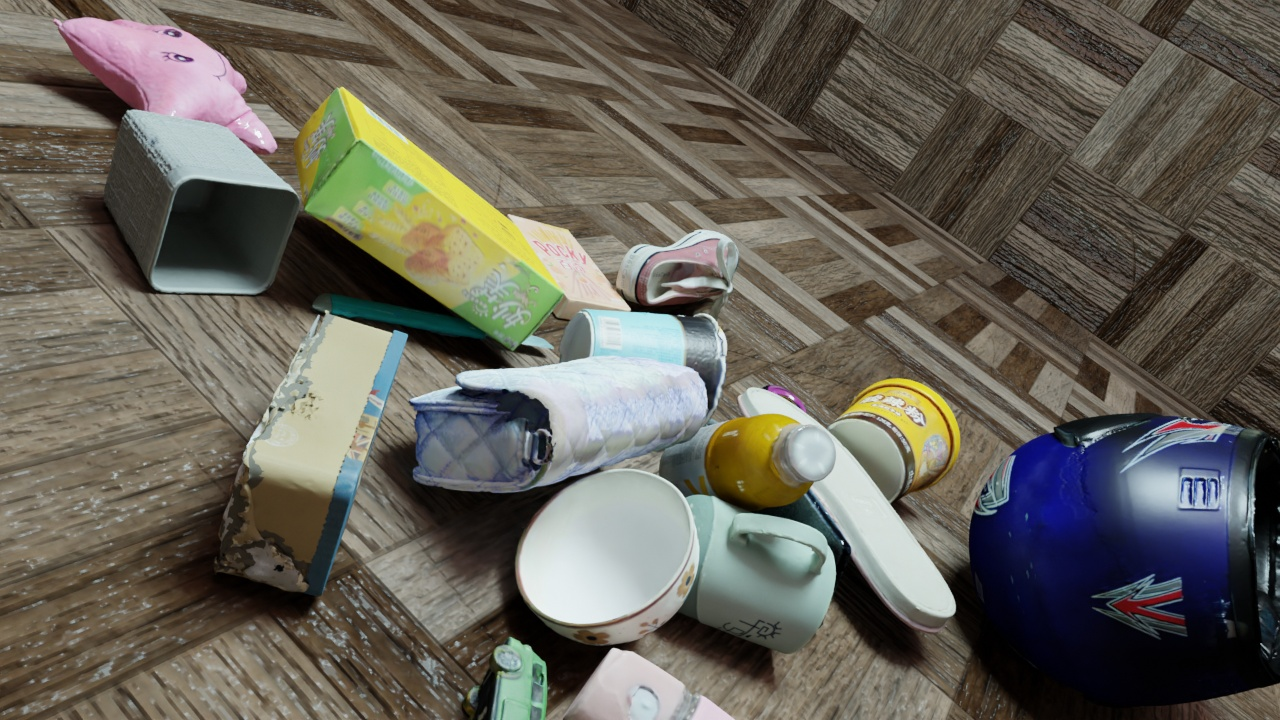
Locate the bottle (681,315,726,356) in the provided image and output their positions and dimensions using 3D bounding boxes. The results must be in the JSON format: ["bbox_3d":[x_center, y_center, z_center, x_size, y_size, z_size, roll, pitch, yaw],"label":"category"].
[{"bbox_3d":[0.035,-0.014,0.911,0.108,0.063,0.063,3,38,-47],"label":"bottle"}]

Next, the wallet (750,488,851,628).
[{"bbox_3d":[0.116,0.131,0.702,0.019,0.097,0.120,-10,41,-20],"label":"wallet"}]

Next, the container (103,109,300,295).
[{"bbox_3d":[-0.322,-0.116,0.662,0.114,0.090,0.090,43,26,30],"label":"container"}]

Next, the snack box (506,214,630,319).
[{"bbox_3d":[-0.082,-0.095,0.969,0.084,0.026,0.157,8,35,-42],"label":"snack box"}]

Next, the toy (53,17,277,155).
[{"bbox_3d":[-0.411,-0.242,0.796,0.178,0.075,0.194,20,26,-44],"label":"toy"}]

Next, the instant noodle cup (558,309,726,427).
[{"bbox_3d":[-0.005,0.005,0.798,0.120,0.111,0.111,9,33,-24],"label":"instant noodle cup"}]

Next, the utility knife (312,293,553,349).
[{"bbox_3d":[-0.167,-0.029,0.766,0.216,0.013,0.029,10,31,-34],"label":"utility knife"}]

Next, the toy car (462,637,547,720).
[{"bbox_3d":[-0.069,0.182,0.456,0.036,0.043,0.091,28,26,-11],"label":"toy car"}]

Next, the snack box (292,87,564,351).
[{"bbox_3d":[-0.176,-0.116,0.757,0.210,0.070,0.157,38,9,-36],"label":"snack box"}]

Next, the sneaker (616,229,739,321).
[{"bbox_3d":[0.067,-0.094,1.039,0.088,0.118,0.240,25,20,24],"label":"sneaker"}]

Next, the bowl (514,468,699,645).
[{"bbox_3d":[-0.015,0.129,0.570,0.113,0.113,0.062,-117,-176,-48],"label":"bowl"}]

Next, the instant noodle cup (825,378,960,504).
[{"bbox_3d":[0.238,0.088,0.908,0.118,0.119,0.114,43,35,22],"label":"instant noodle cup"}]

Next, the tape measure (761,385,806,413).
[{"bbox_3d":[0.137,0.056,0.932,0.057,0.039,0.057,35,30,7],"label":"tape measure"}]

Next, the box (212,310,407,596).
[{"bbox_3d":[-0.182,0.043,0.527,0.060,0.090,0.184,19,28,-12],"label":"box"}]

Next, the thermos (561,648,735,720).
[{"bbox_3d":[0.045,0.236,0.473,0.198,0.067,0.087,35,55,5],"label":"thermos"}]

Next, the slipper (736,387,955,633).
[{"bbox_3d":[0.165,0.127,0.798,0.114,0.055,0.274,11,33,-44],"label":"slipper"}]

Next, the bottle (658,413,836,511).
[{"bbox_3d":[0.075,0.076,0.668,0.068,0.068,0.190,25,-18,-15],"label":"bottle"}]

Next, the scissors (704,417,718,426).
[{"bbox_3d":[0.101,0.112,0.822,0.181,0.014,0.159,21,29,-29],"label":"scissors"}]

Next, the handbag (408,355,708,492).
[{"bbox_3d":[-0.056,0.038,0.632,0.134,0.075,0.193,1,6,32],"label":"handbag"}]

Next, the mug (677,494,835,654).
[{"bbox_3d":[0.072,0.137,0.621,0.106,0.112,0.082,25,47,-11],"label":"mug"}]

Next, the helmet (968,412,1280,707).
[{"bbox_3d":[0.433,0.166,0.825,0.241,0.247,0.314,-4,4,41],"label":"helmet"}]
